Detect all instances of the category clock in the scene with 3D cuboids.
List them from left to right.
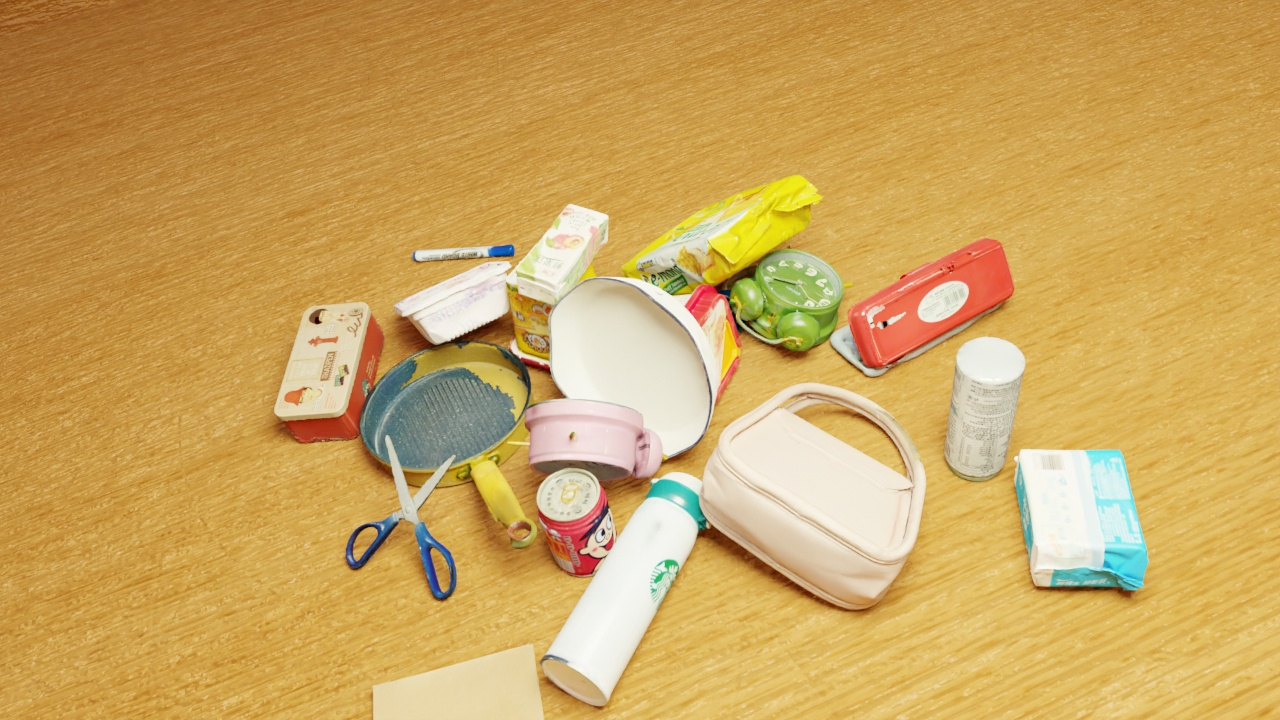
[{"bbox_3d":[-0.044,0.086,0.908,0.117,0.158,0.059,-14,66,40],"label":"clock"},{"bbox_3d":[0.167,-0.067,1.045,0.116,0.056,0.160,33,48,17],"label":"clock"}]

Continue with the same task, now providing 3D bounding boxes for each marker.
[{"bbox_3d":[-0.247,-0.149,1.277,0.146,0.017,0.016,-2,45,10],"label":"marker"}]

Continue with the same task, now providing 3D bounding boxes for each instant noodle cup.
[{"bbox_3d":[-0.222,-0.068,1.116,0.138,0.060,0.173,-27,12,-14],"label":"instant noodle cup"},{"bbox_3d":[-0.097,-0.062,1.079,0.116,0.124,0.115,15,51,26],"label":"instant noodle cup"},{"bbox_3d":[0.032,-0.017,1.021,0.124,0.116,0.116,6,46,33],"label":"instant noodle cup"}]

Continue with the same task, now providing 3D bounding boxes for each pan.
[{"bbox_3d":[-0.182,0.090,0.977,0.197,0.078,0.357,-27,46,-14],"label":"pan"}]

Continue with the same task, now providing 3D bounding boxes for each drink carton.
[{"bbox_3d":[-0.084,-0.114,1.005,0.053,0.046,0.122,20,53,15],"label":"drink carton"}]

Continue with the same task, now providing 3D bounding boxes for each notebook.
[{"bbox_3d":[-0.147,0.347,0.758,0.149,0.012,0.211,-14,44,-3],"label":"notebook"}]

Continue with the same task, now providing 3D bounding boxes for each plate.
[{"bbox_3d":[-0.006,0.006,0.943,0.205,0.205,0.045,20,37,29],"label":"plate"}]

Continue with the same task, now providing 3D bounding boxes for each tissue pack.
[{"bbox_3d":[0.387,0.138,0.814,0.090,0.063,0.139,-1,44,14],"label":"tissue pack"}]

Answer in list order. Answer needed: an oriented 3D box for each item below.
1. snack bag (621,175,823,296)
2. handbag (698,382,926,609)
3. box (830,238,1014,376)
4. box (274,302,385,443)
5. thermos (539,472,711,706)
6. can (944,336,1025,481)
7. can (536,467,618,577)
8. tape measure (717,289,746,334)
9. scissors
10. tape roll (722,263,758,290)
[{"bbox_3d":[0.092,-0.138,1.085,0.157,0.068,0.247,-38,13,-23],"label":"snack bag"},{"bbox_3d":[0.183,0.101,0.871,0.193,0.094,0.233,31,43,15],"label":"handbag"},{"bbox_3d":[0.312,-0.061,1.036,0.201,0.095,0.098,-27,15,-13],"label":"box"},{"bbox_3d":[-0.369,0.018,1.103,0.091,0.077,0.168,-5,51,6],"label":"box"},{"bbox_3d":[-0.002,0.198,0.836,0.073,0.073,0.223,16,50,26],"label":"thermos"},{"bbox_3d":[0.320,0.048,0.859,0.058,0.147,0.058,-6,45,6],"label":"can"},{"bbox_3d":[-0.060,0.154,0.874,0.066,0.094,0.066,-6,45,6],"label":"can"},{"bbox_3d":[0.103,-0.056,1.093,0.058,0.025,0.054,31,82,34],"label":"tape measure"},{"bbox_3d":[-0.233,0.159,0.908,0.163,0.012,0.174,-27,79,21],"label":"scissors"},{"bbox_3d":[0.144,-0.089,1.131,0.086,0.014,0.085,-7,44,6],"label":"tape roll"}]
